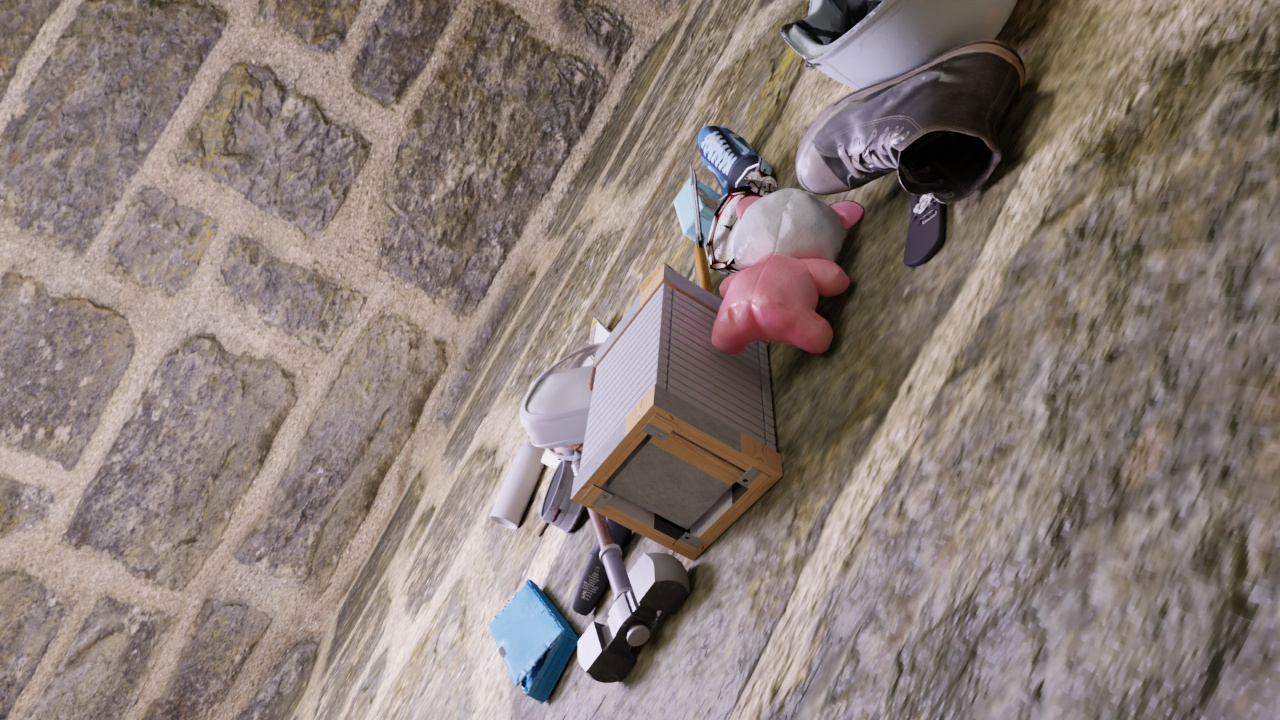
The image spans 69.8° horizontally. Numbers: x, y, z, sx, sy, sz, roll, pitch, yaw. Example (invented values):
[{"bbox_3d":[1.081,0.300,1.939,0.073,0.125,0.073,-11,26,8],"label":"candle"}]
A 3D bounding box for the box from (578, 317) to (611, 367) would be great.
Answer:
[{"bbox_3d":[-0.083,-0.002,1.607,0.209,0.038,0.130,-132,64,-74],"label":"box"}]

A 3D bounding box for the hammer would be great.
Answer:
[{"bbox_3d":[-0.042,0.191,1.022,0.156,0.043,0.322,-56,28,16],"label":"hammer"}]

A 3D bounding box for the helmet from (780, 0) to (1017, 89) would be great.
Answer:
[{"bbox_3d":[0.274,-0.357,0.893,0.237,0.163,0.263,-39,24,43],"label":"helmet"}]

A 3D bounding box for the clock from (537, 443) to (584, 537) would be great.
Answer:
[{"bbox_3d":[-0.100,0.178,1.306,0.104,0.056,0.147,128,159,-58],"label":"clock"}]

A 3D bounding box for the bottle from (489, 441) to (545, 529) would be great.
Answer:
[{"bbox_3d":[-0.199,0.192,1.590,0.053,0.052,0.194,-32,32,59],"label":"bottle"}]

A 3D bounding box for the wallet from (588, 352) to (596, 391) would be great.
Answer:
[{"bbox_3d":[-0.007,0.007,1.251,0.087,0.121,0.013,-84,-15,-54],"label":"wallet"}]

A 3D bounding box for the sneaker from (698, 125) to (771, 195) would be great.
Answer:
[{"bbox_3d":[0.124,-0.293,1.359,0.084,0.098,0.240,-54,17,21],"label":"sneaker"}]

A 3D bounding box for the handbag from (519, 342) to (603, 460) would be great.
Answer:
[{"bbox_3d":[-0.062,0.038,1.335,0.216,0.096,0.222,-11,29,14],"label":"handbag"}]

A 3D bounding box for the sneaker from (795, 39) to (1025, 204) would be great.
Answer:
[{"bbox_3d":[0.229,-0.189,0.839,0.235,0.095,0.119,-13,42,45],"label":"sneaker"}]

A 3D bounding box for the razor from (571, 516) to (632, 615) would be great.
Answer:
[{"bbox_3d":[-0.043,0.230,1.076,0.052,0.047,0.142,71,-137,-79],"label":"razor"}]

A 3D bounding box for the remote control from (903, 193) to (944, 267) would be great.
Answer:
[{"bbox_3d":[0.260,-0.135,0.837,0.047,0.009,0.124,-40,25,50],"label":"remote control"}]

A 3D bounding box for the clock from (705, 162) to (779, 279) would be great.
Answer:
[{"bbox_3d":[0.140,-0.177,1.165,0.115,0.065,0.154,-34,46,59],"label":"clock"}]

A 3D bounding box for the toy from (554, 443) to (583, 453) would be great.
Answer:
[{"bbox_3d":[-0.089,0.112,1.383,0.102,0.050,0.093,-28,-19,-19],"label":"toy"}]

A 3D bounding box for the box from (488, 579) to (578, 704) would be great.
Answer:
[{"bbox_3d":[-0.142,0.346,1.162,0.093,0.048,0.232,-61,16,-6],"label":"box"}]

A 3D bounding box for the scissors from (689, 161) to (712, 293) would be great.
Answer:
[{"bbox_3d":[0.076,-0.142,1.178,0.161,0.016,0.226,-92,-5,-76],"label":"scissors"}]

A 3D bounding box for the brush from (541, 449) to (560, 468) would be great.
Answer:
[{"bbox_3d":[-0.134,0.163,1.460,0.033,0.012,0.218,-63,15,-7],"label":"brush"}]

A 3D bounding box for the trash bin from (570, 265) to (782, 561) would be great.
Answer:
[{"bbox_3d":[0.039,0.048,0.953,0.143,0.142,0.246,-51,19,31],"label":"trash bin"}]

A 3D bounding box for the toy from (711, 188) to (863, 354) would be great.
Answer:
[{"bbox_3d":[0.146,-0.099,0.939,0.142,0.084,0.212,-1,48,29],"label":"toy"}]

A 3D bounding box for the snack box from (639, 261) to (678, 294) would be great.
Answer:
[{"bbox_3d":[0.044,-0.073,1.291,0.056,0.057,0.206,-46,21,15],"label":"snack box"}]

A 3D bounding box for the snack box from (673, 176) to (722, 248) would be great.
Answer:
[{"bbox_3d":[0.098,-0.211,1.342,0.053,0.075,0.174,-53,17,21],"label":"snack box"}]
